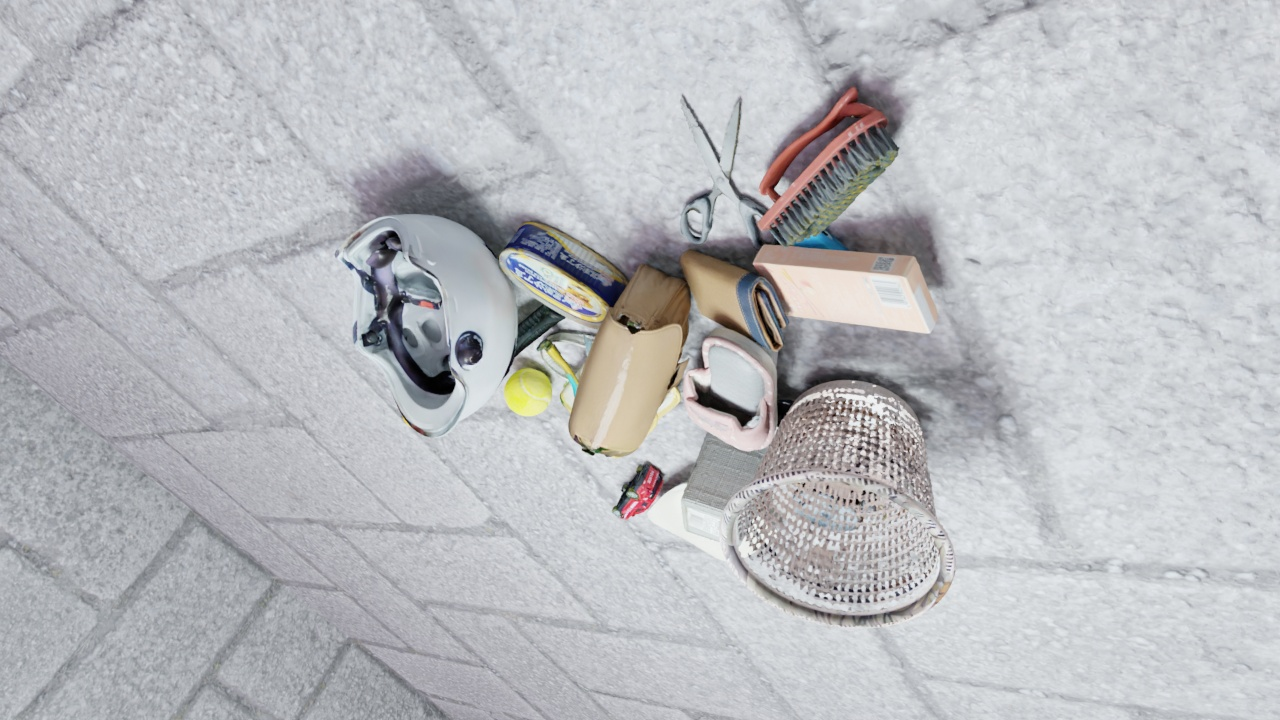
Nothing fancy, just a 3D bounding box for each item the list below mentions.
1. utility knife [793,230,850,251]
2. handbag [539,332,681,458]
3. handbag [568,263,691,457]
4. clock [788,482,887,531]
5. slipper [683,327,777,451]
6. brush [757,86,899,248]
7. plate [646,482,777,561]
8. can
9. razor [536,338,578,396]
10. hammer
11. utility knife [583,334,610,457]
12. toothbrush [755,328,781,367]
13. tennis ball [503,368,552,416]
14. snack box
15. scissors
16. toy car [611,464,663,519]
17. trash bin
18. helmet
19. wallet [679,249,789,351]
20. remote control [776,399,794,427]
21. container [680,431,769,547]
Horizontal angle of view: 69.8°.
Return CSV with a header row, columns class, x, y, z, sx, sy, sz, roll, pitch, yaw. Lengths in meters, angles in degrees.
class,x,y,z,sx,sy,sz,roll,pitch,yaw
utility knife,0.211,-0.076,0.870,0.162,0.018,0.034,36,145,-11
handbag,-0.047,0.024,1.159,0.178,0.063,0.164,46,145,2
handbag,-0.006,0.006,0.986,0.100,0.147,0.205,23,119,6
clock,0.244,0.173,1.129,0.122,0.055,0.082,27,145,2
slipper,0.099,0.048,1.028,0.114,0.054,0.275,33,161,15
brush,0.154,-0.162,0.771,0.069,0.063,0.146,58,146,11
plate,0.105,0.221,1.300,0.163,0.034,0.165,31,144,-9
can,-0.085,-0.095,1.032,0.148,0.049,0.075,32,146,-3
razor,-0.089,0.033,1.143,0.132,0.028,0.043,62,167,-4
hammer,-0.194,0.000,1.196,0.302,0.128,0.033,-34,89,41
utility knife,-0.053,0.048,1.124,0.033,0.015,0.192,23,137,35
toothbrush,0.138,0.005,1.018,0.026,0.026,0.221,23,146,19
tennis ball,-0.152,0.043,1.241,0.065,0.065,0.066,19,144,15
snack box,0.189,-0.067,0.853,0.157,0.026,0.084,12,152,40
scissors,0.077,-0.164,0.859,0.159,0.014,0.179,35,145,-8
toy car,-0.004,0.196,1.339,0.045,0.052,0.121,30,145,-5
trash bin,0.212,0.133,0.958,0.228,0.191,0.228,11,131,12
helmet,-0.230,-0.054,1.081,0.229,0.145,0.259,3,113,48
wallet,0.093,-0.062,0.926,0.115,0.033,0.090,29,153,47
remote control,0.203,0.086,1.075,0.136,0.024,0.053,42,140,-17
container,0.108,0.164,1.163,0.090,0.114,0.090,15,143,19
